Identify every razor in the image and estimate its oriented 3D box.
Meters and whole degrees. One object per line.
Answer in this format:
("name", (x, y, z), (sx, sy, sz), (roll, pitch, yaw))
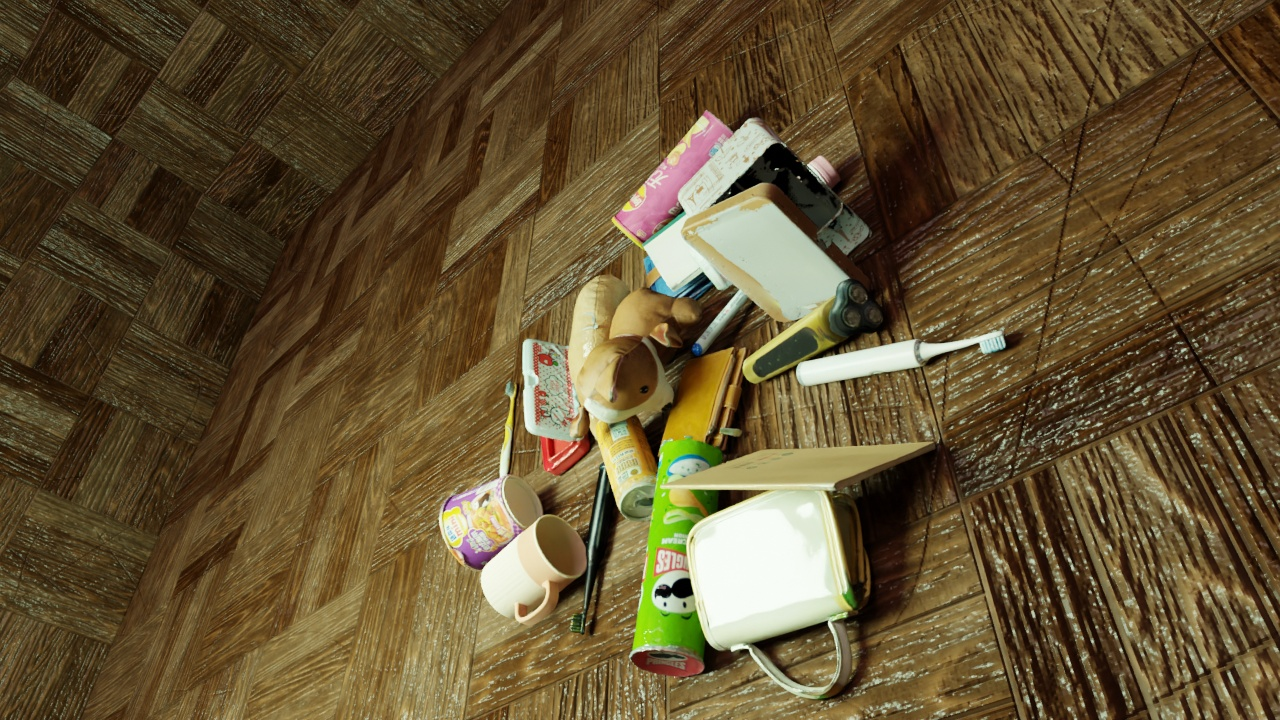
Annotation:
("razor", (0.174, -0.022, 0.965), (0.168, 0.062, 0.067), (-34, 6, 39))

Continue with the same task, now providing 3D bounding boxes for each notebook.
("notebook", (0.104, -0.187, 1.217), (0.209, 0.012, 0.150), (-37, 33, 7))
("notebook", (0.139, 0.097, 0.834), (0.208, 0.147, 0.008), (-9, 93, 50))

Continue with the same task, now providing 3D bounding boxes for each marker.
("marker", (0.111, -0.063, 1.100), (0.145, 0.017, 0.017), (-50, 30, -12))

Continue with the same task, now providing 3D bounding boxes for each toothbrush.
("toothbrush", (-0.203, 0.102, 1.393), (0.016, 0.018, 0.191), (-36, 36, 31))
("toothbrush", (-0.053, 0.216, 1.071), (0.026, 0.027, 0.212), (97, -177, -55))
("toothbrush", (0.243, -0.003, 0.876), (0.222, 0.026, 0.026), (-13, 88, 47))

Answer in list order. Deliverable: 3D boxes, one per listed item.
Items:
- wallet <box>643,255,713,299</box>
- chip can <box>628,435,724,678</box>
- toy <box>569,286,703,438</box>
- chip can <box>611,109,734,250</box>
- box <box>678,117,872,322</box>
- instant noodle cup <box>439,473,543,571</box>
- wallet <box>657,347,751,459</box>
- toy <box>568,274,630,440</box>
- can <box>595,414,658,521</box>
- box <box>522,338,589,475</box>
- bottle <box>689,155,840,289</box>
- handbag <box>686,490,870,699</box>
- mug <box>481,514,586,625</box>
("wallet", (0.055, -0.126, 1.244), (0.106, 0.040, 0.132), (-37, 34, 21))
("chip can", (0.040, 0.192, 0.924), (0.072, 0.072, 0.235), (-26, 40, 39))
("toy", (-0.006, 0.006, 1.093), (0.199, 0.130, 0.140), (-48, -8, -42))
("chip can", (0.052, -0.262, 1.343), (0.211, 0.071, 0.071), (-48, 31, 11))
("box", (0.148, -0.132, 0.980), (0.151, 0.182, 0.168), (-46, 32, 15))
("instant noodle cup", (-0.188, 0.206, 1.199), (0.099, 0.111, 0.111), (-30, 38, 20))
("wallet", (0.075, 0.049, 1.047), (0.119, 0.035, 0.130), (-16, 48, 49))
("toy", (-0.056, -0.009, 1.217), (0.082, 0.143, 0.225), (2, 57, 11))
("can", (-0.012, 0.120, 1.076), (0.058, 0.058, 0.146), (-45, 32, 15))
("box", (-0.128, 0.050, 1.264), (0.095, 0.099, 0.201), (-41, 33, 21))
("bottle", (0.153, -0.171, 1.114), (0.197, 0.068, 0.068), (-40, 33, 7))
("handbag", (0.128, 0.211, 0.811), (0.164, 0.063, 0.178), (-30, 54, 35))
("mug", (-0.125, 0.256, 1.078), (0.106, 0.081, 0.114), (-41, 35, 25))
